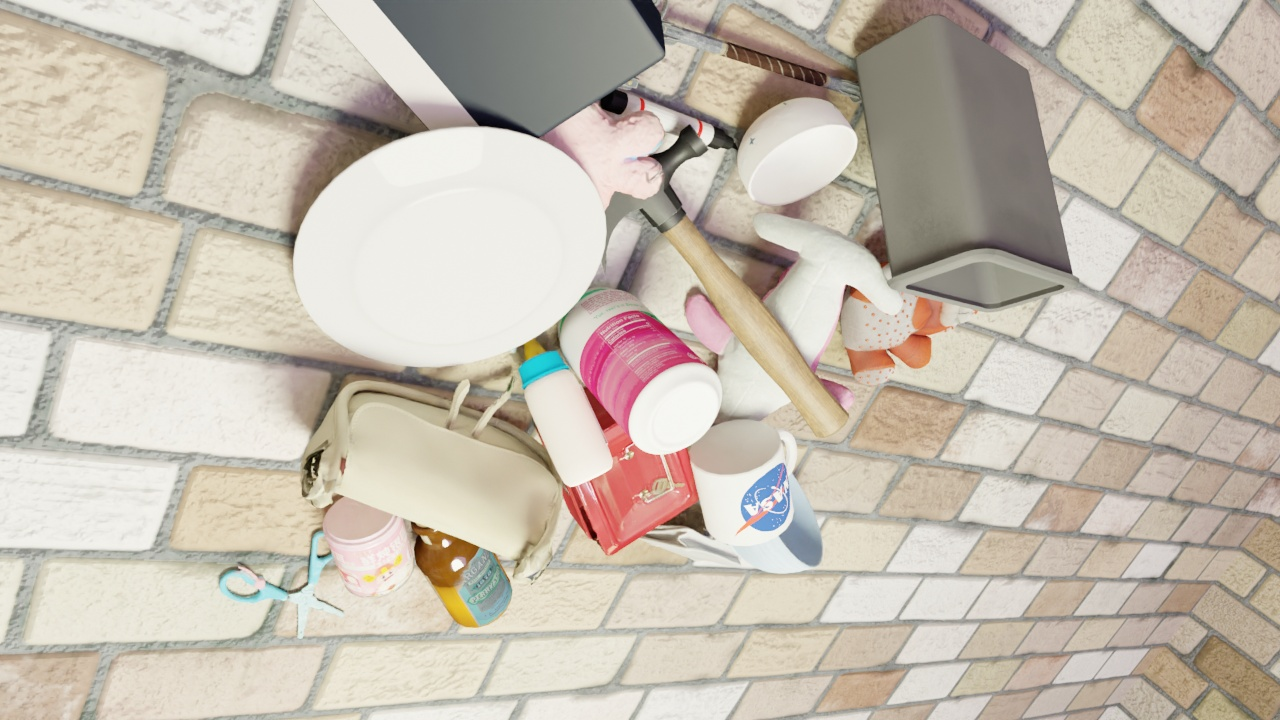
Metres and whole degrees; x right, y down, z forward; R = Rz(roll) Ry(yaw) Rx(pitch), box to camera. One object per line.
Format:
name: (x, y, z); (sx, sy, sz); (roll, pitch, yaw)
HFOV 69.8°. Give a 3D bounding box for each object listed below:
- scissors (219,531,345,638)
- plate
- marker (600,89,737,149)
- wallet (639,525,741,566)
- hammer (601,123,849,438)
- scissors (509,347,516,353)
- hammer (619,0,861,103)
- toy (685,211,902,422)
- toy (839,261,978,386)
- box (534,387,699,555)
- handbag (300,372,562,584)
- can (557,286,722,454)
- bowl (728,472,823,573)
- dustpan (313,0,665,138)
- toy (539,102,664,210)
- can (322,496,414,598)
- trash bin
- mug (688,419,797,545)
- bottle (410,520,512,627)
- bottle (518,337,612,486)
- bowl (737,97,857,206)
scissors: (-0.311, 0.203, 0.847); (0.126, 0.015, 0.136); (-44, 140, 2)
plate: (-0.140, -0.074, 0.712); (0.242, 0.016, 0.243); (-15, 142, -12)
marker: (0.030, -0.202, 0.781); (0.145, 0.019, 0.019); (9, 115, -37)
wallet: (0.059, 0.209, 1.056); (0.116, 0.086, 0.032); (30, 65, -47)
hammer: (0.083, -0.046, 0.816); (0.132, 0.040, 0.305); (-36, 107, 13)
scissors: (-0.122, -0.073, 0.778); (0.076, 0.017, 0.174); (-23, 134, -23)
hammer: (0.088, -0.256, 0.770); (0.321, 0.044, 0.099); (2, 119, -37)
toy: (0.144, -0.039, 0.907); (0.127, 0.186, 0.266); (-55, 174, -43)
toy: (0.305, -0.061, 1.012); (0.172, 0.093, 0.164); (-22, 129, -21)
box: (-0.017, 0.101, 0.916); (0.129, 0.087, 0.158); (-28, 131, -14)
handbag: (-0.155, 0.082, 0.759); (0.229, 0.184, 0.132); (26, 101, -26)
can: (-0.005, 0.005, 0.800); (0.088, 0.166, 0.088); (-17, 128, -23)
bowl: (0.137, 0.180, 1.047); (0.075, 0.150, 0.150); (-33, 138, 23)
dustpan: (-0.075, -0.290, 0.596); (0.274, 0.080, 0.236); (-26, 127, 21)
toy: (-0.033, -0.161, 0.728); (0.105, 0.053, 0.108); (-1, 120, 1)
can: (-0.243, 0.164, 0.823); (0.067, 0.067, 0.076); (-20, 131, -21)
trash bin: (0.296, -0.170, 0.835); (0.191, 0.098, 0.219); (6, 72, -42)
mug: (0.113, 0.114, 0.925); (0.121, 0.091, 0.090); (-32, 124, -28)
bottle: (-0.178, 0.188, 0.882); (0.067, 0.068, 0.157); (-29, 132, -13)
bottle: (-0.074, 0.038, 0.816); (0.051, 0.146, 0.051); (-25, 172, -4)
bowl: (0.135, -0.192, 0.820); (0.105, 0.054, 0.105); (-18, 154, -9)
